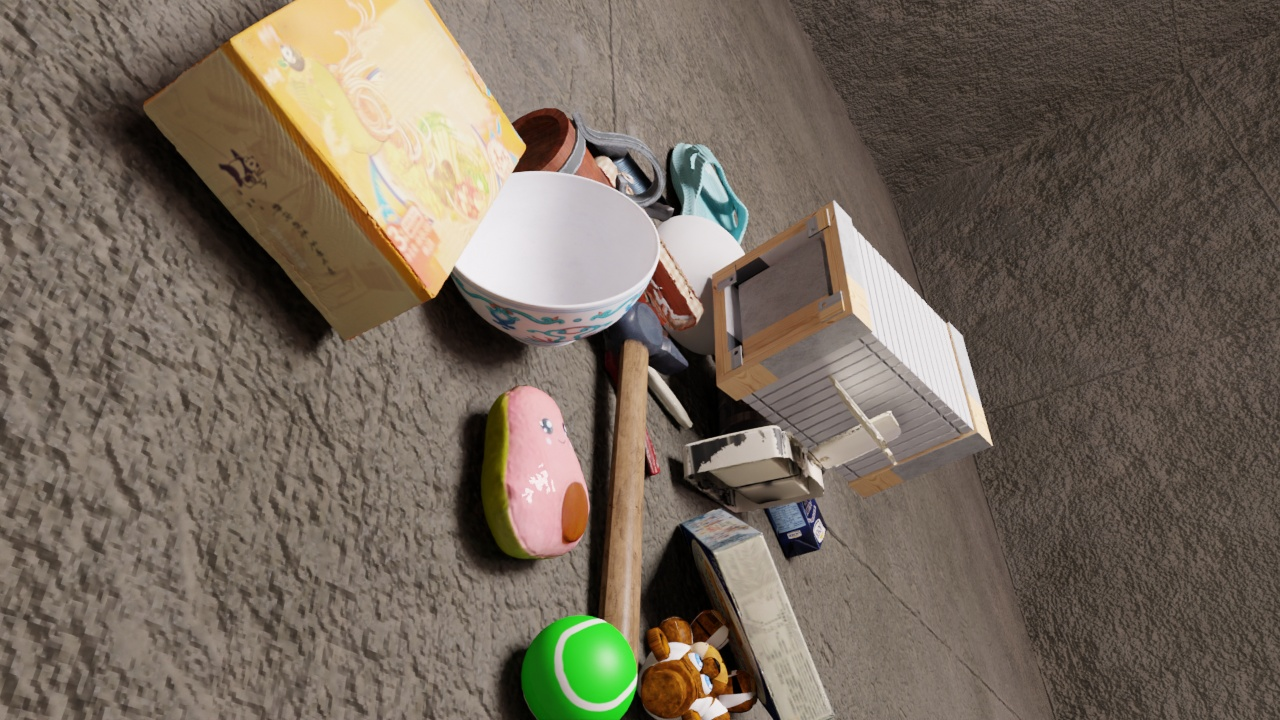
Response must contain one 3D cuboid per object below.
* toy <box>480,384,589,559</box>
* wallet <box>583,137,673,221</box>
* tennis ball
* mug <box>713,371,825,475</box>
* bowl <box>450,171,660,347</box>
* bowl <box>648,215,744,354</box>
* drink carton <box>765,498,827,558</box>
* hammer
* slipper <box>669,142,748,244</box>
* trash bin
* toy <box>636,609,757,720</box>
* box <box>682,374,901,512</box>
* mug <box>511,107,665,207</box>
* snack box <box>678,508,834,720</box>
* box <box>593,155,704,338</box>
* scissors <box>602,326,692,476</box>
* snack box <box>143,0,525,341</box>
[{"bbox_3d":[-0.068,0.067,0.563,0.090,0.051,0.110,22,49,-61],"label":"toy"},{"bbox_3d":[-0.018,-0.179,0.896,0.089,0.026,0.114,54,20,17],"label":"wallet"},{"bbox_3d":[-0.035,0.178,0.518,0.065,0.065,0.065,47,31,-40],"label":"tennis ball"},{"bbox_3d":[0.132,0.063,0.939,0.115,0.080,0.107,15,45,-12],"label":"mug"},{"bbox_3d":[-0.063,-0.057,0.627,0.143,0.144,0.074,-87,-174,-45],"label":"bowl"},{"bbox_3d":[0.073,-0.083,0.946,0.149,0.043,0.149,12,72,-40],"label":"bowl"},{"bbox_3d":[0.158,0.144,1.000,0.130,0.040,0.064,66,24,-4],"label":"drink carton"},{"bbox_3d":[-0.009,0.084,0.680,0.129,0.040,0.321,43,37,-39],"label":"hammer"},{"bbox_3d":[0.087,-0.176,1.081,0.116,0.070,0.275,48,28,-30],"label":"slipper"},{"bbox_3d":[0.204,-0.002,0.894,0.247,0.143,0.142,36,39,-33],"label":"trash bin"},{"bbox_3d":[0.034,0.219,0.633,0.087,0.067,0.112,65,9,17],"label":"toy"},{"bbox_3d":[0.141,0.078,0.833,0.143,0.181,0.080,42,39,-57],"label":"box"},{"bbox_3d":[-0.046,-0.140,0.721,0.111,0.117,0.081,48,11,-45],"label":"mug"},{"bbox_3d":[0.086,0.195,0.714,0.145,0.042,0.144,163,-95,-82],"label":"snack box"},{"bbox_3d":[-0.009,-0.096,0.838,0.067,0.057,0.187,-48,116,-29],"label":"box"},{"bbox_3d":[-0.005,0.012,0.797,0.179,0.015,0.198,30,42,-53],"label":"scissors"},{"bbox_3d":[-0.154,-0.122,0.507,0.145,0.081,0.194,55,26,-26],"label":"snack box"}]
